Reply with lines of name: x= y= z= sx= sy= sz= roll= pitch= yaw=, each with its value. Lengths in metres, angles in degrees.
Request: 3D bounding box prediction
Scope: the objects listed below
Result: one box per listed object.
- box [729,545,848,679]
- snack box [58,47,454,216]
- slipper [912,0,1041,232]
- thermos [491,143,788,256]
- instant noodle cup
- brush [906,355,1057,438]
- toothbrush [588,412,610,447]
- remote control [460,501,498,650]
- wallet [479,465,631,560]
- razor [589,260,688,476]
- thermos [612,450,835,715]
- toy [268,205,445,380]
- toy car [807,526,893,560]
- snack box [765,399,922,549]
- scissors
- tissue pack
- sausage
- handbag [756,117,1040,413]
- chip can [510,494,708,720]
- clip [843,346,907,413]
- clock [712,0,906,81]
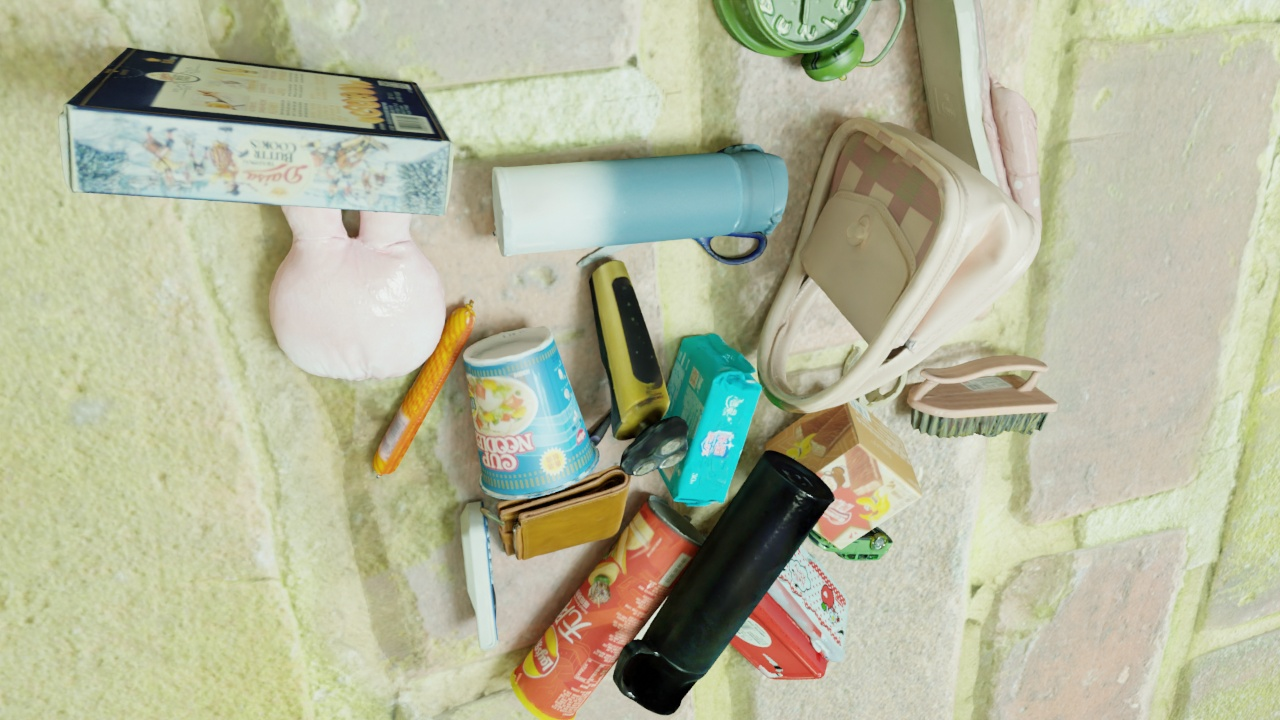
box: x=0.121 y=0.226 z=0.903 sx=0.095 sy=0.100 sz=0.201 roll=-17 pitch=128 yaw=35
snack box: x=-0.212 y=-0.136 z=0.533 sx=0.182 sy=0.178 sz=0.046 roll=1 pitch=116 yaw=-20
slipper: x=0.274 y=-0.191 z=0.732 sx=0.054 sy=0.114 sz=0.274 roll=-20 pitch=112 yaw=3
thermos: x=0.002 y=-0.120 z=0.680 sx=0.220 sy=0.070 sz=0.070 roll=-8 pitch=115 yaw=-13
instant noodle cup: x=-0.091 y=0.036 z=0.713 sx=0.099 sy=0.099 sz=0.110 roll=-17 pitch=110 yaw=-13
brush: x=0.321 y=0.033 z=0.877 sx=0.145 sy=0.063 sz=0.073 roll=-2 pitch=118 yaw=-18
toothbrush: x=-0.051 y=0.082 z=0.788 sx=0.014 sy=0.016 sz=0.189 roll=36 pitch=99 yaw=-30
remote control: x=-0.137 y=0.183 z=0.781 sx=0.024 sy=0.049 sz=0.125 roll=-6 pitch=115 yaw=-10
wallet: x=-0.069 y=0.133 z=0.755 sx=0.119 sy=0.035 sz=0.131 roll=-11 pitch=155 yaw=-12
razor: x=-0.004 y=0.004 z=0.713 sx=0.062 sy=0.068 sz=0.167 roll=-10 pitch=82 yaw=-38
thermos: x=0.062 y=0.191 z=0.769 sx=0.089 sy=0.068 sz=0.243 roll=16 pitch=111 yaw=-47
toy: x=-0.198 y=-0.058 z=0.645 sx=0.121 sy=0.054 sz=0.160 roll=-4 pitch=118 yaw=-20
toy car: x=0.205 y=0.176 z=0.908 sx=0.091 sy=0.043 sz=0.036 roll=12 pitch=109 yaw=-24
snack box: x=0.180 y=0.099 z=0.826 sx=0.092 sy=0.077 sz=0.095 roll=38 pitch=117 yaw=-25
scissors: x=0.033 y=-0.118 z=0.731 sx=0.162 sy=0.012 sz=0.163 roll=25 pitch=104 yaw=-27
tissue pack: x=0.053 y=0.048 z=0.766 sx=0.050 sy=0.093 sz=0.134 roll=9 pitch=110 yaw=-20
sausage: x=-0.168 y=0.024 z=0.713 sx=0.021 sy=0.021 sz=0.165 roll=25 pitch=103 yaw=-28
handbag: x=0.171 y=-0.059 z=0.717 sx=0.093 sy=0.193 sz=0.235 roll=21 pitch=114 yaw=-25
chip can: x=-0.029 y=0.226 z=0.827 sx=0.073 sy=0.073 sz=0.217 roll=32 pitch=99 yaw=-29
clip: x=0.221 y=0.035 z=0.857 sx=0.086 sy=0.035 sz=0.104 roll=-13 pitch=121 yaw=-14
clock: x=0.128 y=-0.273 z=0.670 sx=0.161 sy=0.056 sz=0.116 roll=20 pitch=106 yaw=-27
